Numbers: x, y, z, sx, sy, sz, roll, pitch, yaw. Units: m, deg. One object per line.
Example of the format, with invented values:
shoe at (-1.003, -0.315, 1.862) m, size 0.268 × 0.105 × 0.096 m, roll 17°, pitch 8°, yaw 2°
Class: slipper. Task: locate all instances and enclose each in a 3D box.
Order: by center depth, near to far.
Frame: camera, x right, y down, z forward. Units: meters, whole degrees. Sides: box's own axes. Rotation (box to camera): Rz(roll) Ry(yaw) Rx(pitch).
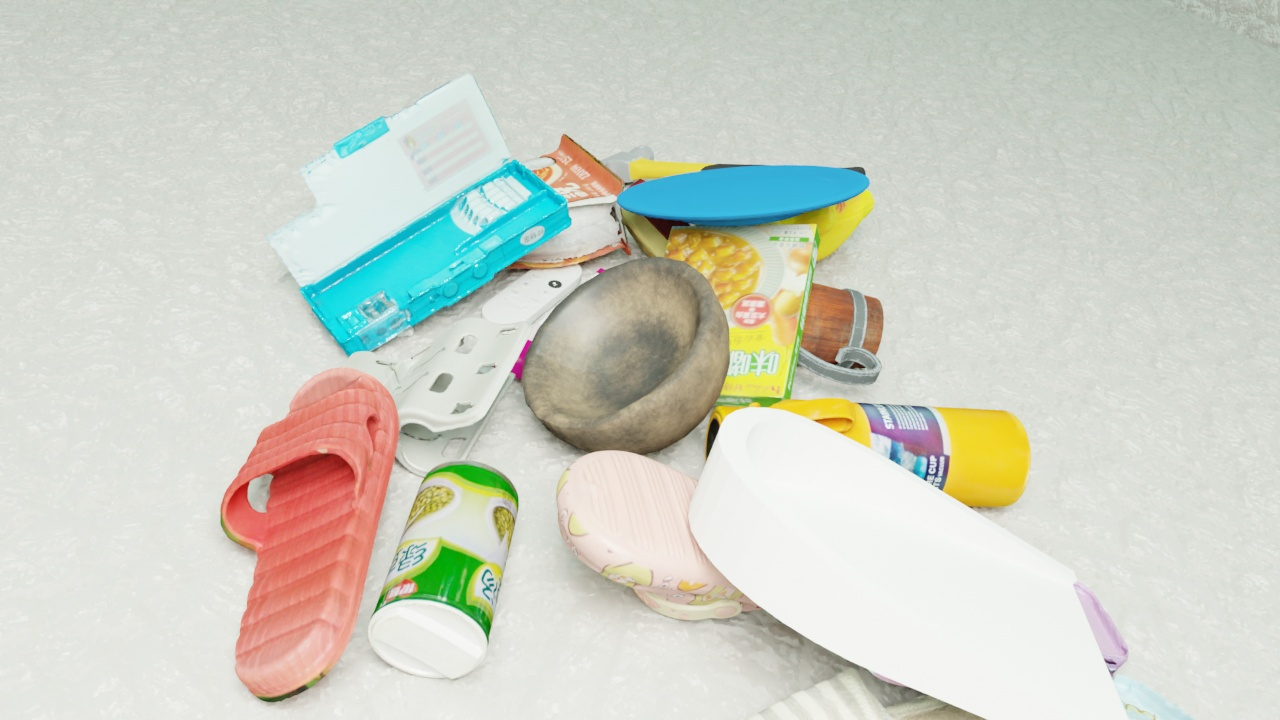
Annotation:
slipper at (0.137, 0.225, 0.497) m, size 0.272 × 0.054 × 0.114 m, roll -3°, pitch 43°, yaw -22°
slipper at (-0.209, 0.082, 0.563) m, size 0.104 × 0.059 × 0.248 m, roll -27°, pitch 40°, yaw 12°
slipper at (0.025, 0.127, 0.584) m, size 0.197 × 0.082 × 0.093 m, roll 21°, pitch 32°, yaw -28°

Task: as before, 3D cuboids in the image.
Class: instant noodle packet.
instant noodle packet at (-0.141, -0.139, 0.916) m, size 0.220 × 0.084 × 0.164 m, roll -19°, pitch 38°, yaw -17°

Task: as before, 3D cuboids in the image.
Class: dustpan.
dustpan at (0.159, 0.109, 0.539) m, size 0.258 × 0.053 × 0.191 m, roll 21°, pitch 21°, yaw 6°

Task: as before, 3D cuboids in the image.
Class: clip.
clip at (-0.156, 0.032, 0.692) m, size 0.152 × 0.105 × 0.126 m, roll -13°, pitch 28°, yaw 23°

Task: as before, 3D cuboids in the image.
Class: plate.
plate at (0.091, -0.145, 0.828) m, size 0.224 × 0.024 × 0.224 m, roll -5°, pitch 20°, yaw 2°

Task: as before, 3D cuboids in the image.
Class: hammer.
hammer at (0.084, -0.202, 0.990) m, size 0.324 × 0.029 × 0.126 m, roll 12°, pitch 30°, yaw 37°

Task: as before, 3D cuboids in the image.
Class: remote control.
remote control at (-0.100, -0.062, 0.856) m, size 0.043 × 0.013 × 0.136 m, roll 23°, pitch 38°, yaw 17°

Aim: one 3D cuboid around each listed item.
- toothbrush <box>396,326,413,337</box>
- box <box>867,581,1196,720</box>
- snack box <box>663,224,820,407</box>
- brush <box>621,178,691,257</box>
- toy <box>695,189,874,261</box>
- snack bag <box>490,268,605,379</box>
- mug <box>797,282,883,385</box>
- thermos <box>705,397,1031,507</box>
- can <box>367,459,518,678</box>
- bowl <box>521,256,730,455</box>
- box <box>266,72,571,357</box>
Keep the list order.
toothbrush at (-0.236, -0.078, 0.845) m, size 0.017 × 0.012 × 0.186 m, roll -11°, pitch 41°, yaw -21°
box at (0.215, 0.168, 0.564) m, size 0.214 × 0.041 × 0.151 m, roll 15°, pitch 18°, yaw -10°
snack box at (0.072, -0.042, 0.766) m, size 0.132 × 0.027 × 0.167 m, roll 3°, pitch 61°, yaw 23°
brush at (0.033, -0.109, 0.901) m, size 0.042 × 0.082 × 0.173 m, roll -39°, pitch 48°, yaw 0°
toy at (0.154, -0.136, 0.956) m, size 0.135 × 0.087 × 0.193 m, roll 9°, pitch 25°, yaw 39°
snack bag at (-0.052, -0.030, 0.821) m, size 0.070 × 0.016 × 0.195 m, roll 24°, pitch 38°, yaw 14°
mug at (0.153, -0.023, 0.811) m, size 0.111 × 0.082 × 0.117 m, roll 9°, pitch 36°, yaw -8°
thermos at (0.168, 0.062, 0.688) m, size 0.232 × 0.091 × 0.076 m, roll 4°, pitch 23°, yaw -9°
can at (-0.115, 0.124, 0.555) m, size 0.067 × 0.067 × 0.120 m, roll 9°, pitch 36°, yaw -2°
bowl at (-0.004, 0.004, 0.694) m, size 0.162 × 0.070 × 0.162 m, roll -20°, pitch 44°, yaw 20°
box at (-0.194, -0.120, 0.793) m, size 0.227 × 0.087 × 0.168 m, roll -36°, pitch 88°, yaw -17°
